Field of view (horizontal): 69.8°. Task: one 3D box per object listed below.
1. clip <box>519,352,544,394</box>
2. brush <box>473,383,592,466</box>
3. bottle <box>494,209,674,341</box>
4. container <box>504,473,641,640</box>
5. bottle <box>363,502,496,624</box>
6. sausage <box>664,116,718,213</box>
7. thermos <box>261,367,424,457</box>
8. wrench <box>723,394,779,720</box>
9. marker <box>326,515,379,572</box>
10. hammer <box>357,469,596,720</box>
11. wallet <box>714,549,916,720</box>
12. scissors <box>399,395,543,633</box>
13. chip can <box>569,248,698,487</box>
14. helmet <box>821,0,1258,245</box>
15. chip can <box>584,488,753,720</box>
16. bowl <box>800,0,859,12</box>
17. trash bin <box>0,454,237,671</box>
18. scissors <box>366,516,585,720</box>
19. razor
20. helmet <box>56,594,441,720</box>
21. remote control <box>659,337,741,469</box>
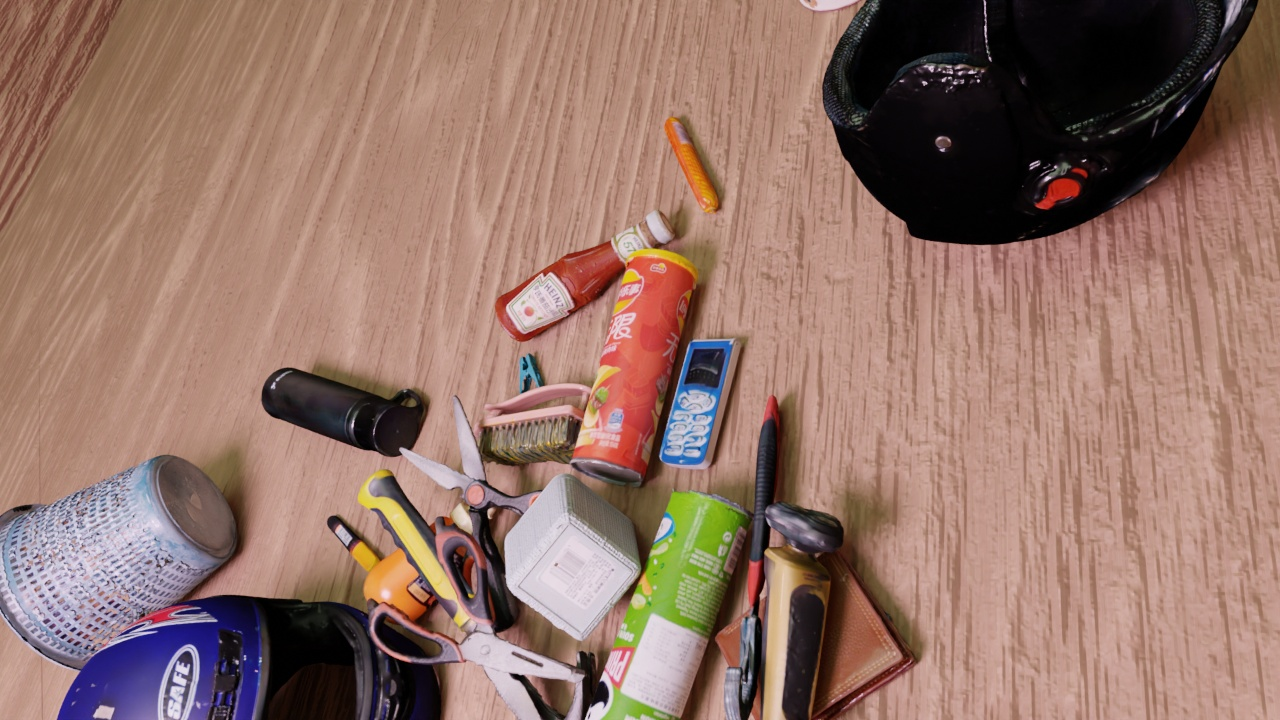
[{"bbox_3d":[-0.118,0.016,0.970,0.038,0.013,0.055,-30,49,18],"label":"clip"},{"bbox_3d":[-0.105,0.064,0.900,0.146,0.063,0.073,-10,63,35],"label":"brush"},{"bbox_3d":[-0.058,-0.090,0.957,0.206,0.059,0.059,-30,50,18],"label":"bottle"},{"bbox_3d":[-0.055,0.161,0.753,0.090,0.090,0.111,-51,10,1],"label":"container"},{"bbox_3d":[-0.200,0.190,0.901,0.149,0.067,0.067,-43,46,-2],"label":"bottle"},{"bbox_3d":[0.053,-0.208,0.969,0.021,0.021,0.165,-33,49,17],"label":"sausage"},{"bbox_3d":[-0.353,0.055,1.098,0.243,0.068,0.089,11,39,38],"label":"thermos"},{"bbox_3d":[0.089,0.140,0.696,0.016,0.056,0.272,-1,49,18],"label":"wrench"},{"bbox_3d":[-0.318,0.201,1.012,0.124,0.015,0.018,25,79,45],"label":"marker"},{"bbox_3d":[-0.156,0.217,0.816,0.126,0.032,0.323,-46,62,3],"label":"hammer"},{"bbox_3d":[0.122,0.209,0.667,0.125,0.032,0.101,-40,44,11],"label":"wallet"},{"bbox_3d":[-0.135,0.141,0.859,0.229,0.021,0.220,-2,81,20],"label":"scissors"},{"bbox_3d":[-0.005,0.005,0.853,0.073,0.073,0.216,0,66,37],"label":"chip can"},{"bbox_3d":[0.272,-0.198,0.658,0.275,0.230,0.233,5,60,30],"label":"helmet"},{"bbox_3d":[0.017,0.218,0.711,0.072,0.072,0.235,10,70,40],"label":"chip can"},{"bbox_3d":[0.205,-0.431,0.959,0.114,0.062,0.113,-19,53,27],"label":"bowl"},{"bbox_3d":[-0.611,0.224,1.102,0.195,0.226,0.226,-31,48,2],"label":"trash bin"},{"bbox_3d":[-0.146,0.231,0.780,0.189,0.015,0.226,-25,65,14],"label":"scissors"},{"bbox_3d":[0.109,0.180,0.637,0.068,0.062,0.167,142,143,-61],"label":"razor"},{"bbox_3d":[-0.372,0.327,0.825,0.316,0.240,0.246,-25,54,23],"label":"helmet"},{"bbox_3d":[0.054,0.037,0.821,0.049,0.024,0.124,1,67,37],"label":"remote control"}]
